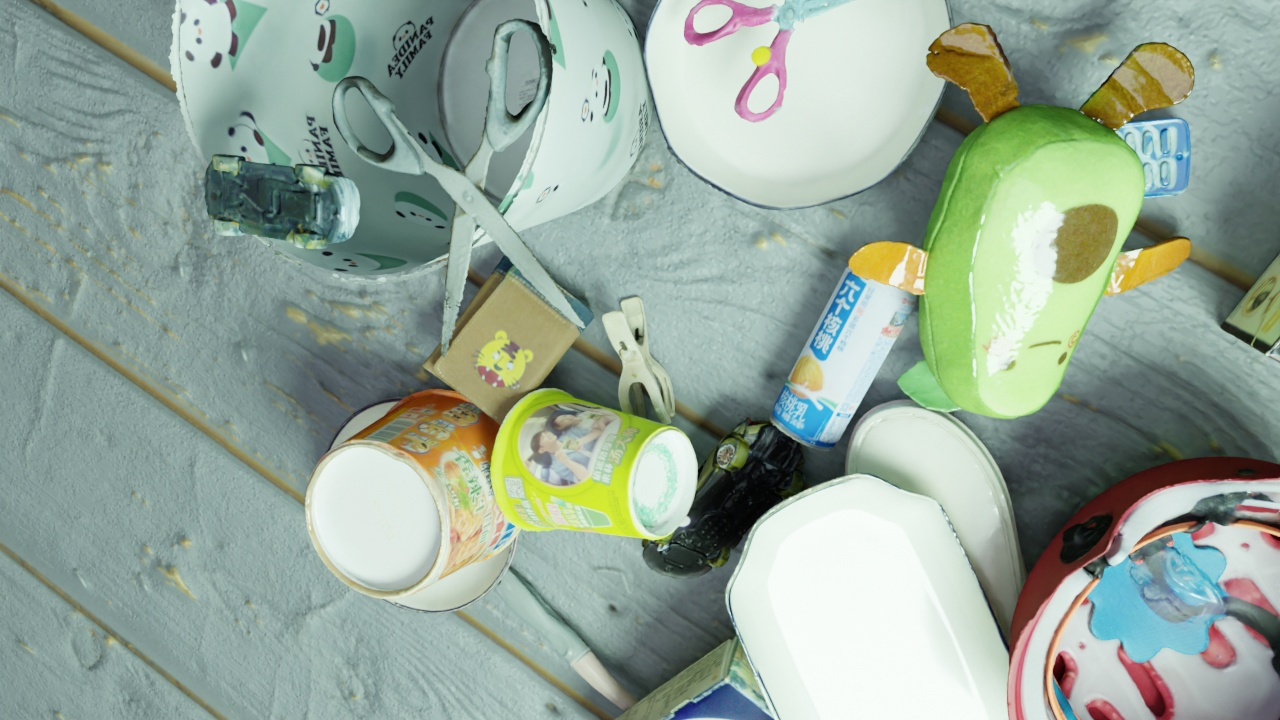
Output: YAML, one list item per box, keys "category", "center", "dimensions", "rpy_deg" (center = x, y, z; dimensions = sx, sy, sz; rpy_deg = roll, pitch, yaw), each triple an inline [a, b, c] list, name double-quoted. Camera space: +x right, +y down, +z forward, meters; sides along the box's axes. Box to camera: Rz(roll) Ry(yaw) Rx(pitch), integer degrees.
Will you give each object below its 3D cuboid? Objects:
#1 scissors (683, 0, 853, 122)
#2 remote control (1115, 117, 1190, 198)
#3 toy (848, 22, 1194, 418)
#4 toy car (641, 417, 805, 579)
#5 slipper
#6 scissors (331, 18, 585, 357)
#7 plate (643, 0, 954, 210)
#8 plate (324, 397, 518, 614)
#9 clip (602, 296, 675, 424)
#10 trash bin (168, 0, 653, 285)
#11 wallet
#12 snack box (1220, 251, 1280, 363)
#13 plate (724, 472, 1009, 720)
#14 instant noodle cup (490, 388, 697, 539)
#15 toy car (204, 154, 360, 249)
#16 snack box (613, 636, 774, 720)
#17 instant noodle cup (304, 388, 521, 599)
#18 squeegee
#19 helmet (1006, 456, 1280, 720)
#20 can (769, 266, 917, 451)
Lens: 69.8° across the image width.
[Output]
- category: "scissors"
  center: [0.086, -0.225, 0.593]
  dimensions: [0.118, 0.017, 0.133]
  rpy_deg: [35, 106, 13]
- category: "remote control"
  center: [0.281, -0.126, 0.591]
  dimensions: [0.125, 0.024, 0.049]
  rpy_deg: [-1, 102, 18]
- category: "toy"
  center: [0.234, -0.072, 0.559]
  dimensions: [0.227, 0.090, 0.247]
  rpy_deg: [0, 113, -6]
- category: "toy car"
  center: [0.060, 0.108, 0.702]
  dimensions: [0.070, 0.042, 0.158]
  rpy_deg: [29, 113, -27]
- category: "slipper"
  center: [0.223, 0.157, 0.659]
  dimensions: [0.114, 0.054, 0.274]
  rpy_deg: [-18, 93, 21]
- category: "scissors"
  center: [-0.083, -0.087, 0.461]
  dimensions: [0.178, 0.014, 0.160]
  rpy_deg: [47, 113, 0]
- category: "plate"
  center: [0.105, -0.207, 0.622]
  dimensions: [0.205, 0.045, 0.205]
  rpy_deg: [5, 104, 19]
- category: "plate"
  center: [-0.187, 0.123, 0.796]
  dimensions: [0.193, 0.039, 0.192]
  rpy_deg: [4, 101, 18]
- category: "clip"
  center: [-0.002, 0.003, 0.709]
  dimensions: [0.035, 0.070, 0.100]
  rpy_deg: [-12, 105, 22]
- category: "trash bin"
  center: [-0.114, -0.179, 0.591]
  dimensions: [0.230, 0.251, 0.230]
  rpy_deg: [4, 104, 18]
- category: "wallet"
  center: [-0.104, -0.017, 0.718]
  dimensions: [0.090, 0.033, 0.115]
  rpy_deg: [36, 85, 10]
- category: "snack box"
  center: [0.394, -0.047, 0.516]
  dimensions: [0.053, 0.125, 0.113]
  rpy_deg: [32, 110, 9]
- category: "plate"
  center: [0.162, 0.205, 0.621]
  dimensions: [0.162, 0.034, 0.265]
  rpy_deg: [-26, 93, 1]
- category: "instant noodle cup"
  center: [-0.028, 0.082, 0.676]
  dimensions: [0.124, 0.111, 0.112]
  rpy_deg: [6, 105, 39]
- category: "toy car"
  center: [-0.189, -0.085, 0.483]
  dimensions: [0.091, 0.034, 0.043]
  rpy_deg: [9, 108, 18]
- category: "snack box"
  center: [0.084, 0.316, 0.707]
  dimensions: [0.182, 0.045, 0.178]
  rpy_deg: [38, 125, -5]
- category: "instant noodle cup"
  center: [-0.175, 0.106, 0.707]
  dimensions: [0.151, 0.111, 0.151]
  rpy_deg: [3, 101, 17]
- category: "squeegee"
  center: [-0.042, 0.255, 0.780]
  dimensions: [0.249, 0.040, 0.248]
  rpy_deg: [39, 112, 8]
- category: "helmet"
  center: [0.338, 0.163, 0.571]
  dimensions: [0.240, 0.143, 0.207]
  rpy_deg: [-37, 93, 18]
- category: "can"
  center: [0.144, -0.006, 0.649]
  dimensions: [0.053, 0.053, 0.135]
  rpy_deg: [29, 109, 11]
